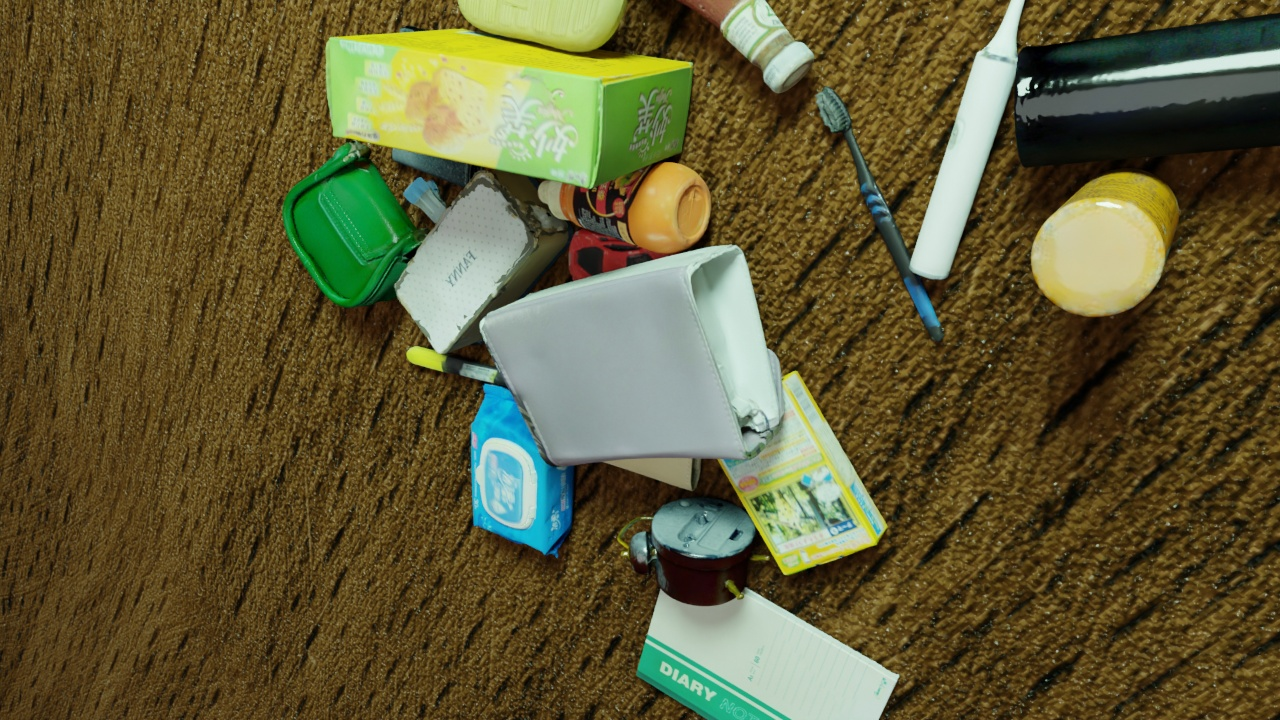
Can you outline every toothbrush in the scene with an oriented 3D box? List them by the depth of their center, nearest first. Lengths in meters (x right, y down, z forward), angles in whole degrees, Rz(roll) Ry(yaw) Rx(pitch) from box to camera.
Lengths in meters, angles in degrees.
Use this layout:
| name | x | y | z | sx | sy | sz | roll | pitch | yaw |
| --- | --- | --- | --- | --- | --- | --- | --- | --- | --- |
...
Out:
| name | x | y | z | sx | sy | sz | roll | pitch | yaw |
| --- | --- | --- | --- | --- | --- | --- | --- | --- | --- |
| toothbrush | 0.210 | -0.156 | 0.561 | 0.026 | 0.026 | 0.221 | 5 | 116 | -13 |
| toothbrush | 0.162 | -0.097 | 0.619 | 0.014 | 0.016 | 0.189 | -22 | 94 | 44 |

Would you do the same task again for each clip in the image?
| name | x | y | z | sx | sy | sz | roll | pitch | yaw |
| --- | --- | --- | --- | --- | --- | --- | --- | --- | --- |
| clip | -0.183 | -0.136 | 0.821 | 0.027 | 0.045 | 0.058 | -41 | 87 | 8 |

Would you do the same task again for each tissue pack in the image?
| name | x | y | z | sx | sy | sz | roll | pitch | yaw |
| --- | --- | --- | --- | --- | --- | --- | --- | --- | --- |
| tissue pack | -0.110 | 0.101 | 0.838 | 0.095 | 0.052 | 0.157 | 15 | 114 | 28 |

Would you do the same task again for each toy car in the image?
| name | x | y | z | sx | sy | sz | roll | pitch | yaw |
| --- | --- | --- | --- | --- | --- | --- | --- | --- | --- |
| toy car | -0.010 | -0.075 | 0.728 | 0.106 | 0.031 | 0.049 | 16 | 115 | 25 |

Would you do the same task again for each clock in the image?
| name | x | y | z | sx | sy | sz | roll | pitch | yaw |
| --- | --- | --- | --- | --- | --- | --- | --- | --- | --- |
| clock | 0.039 | 0.150 | 0.743 | 0.122 | 0.081 | 0.055 | 13 | 119 | 26 |

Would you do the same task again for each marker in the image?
| name | x | y | z | sx | sy | sz | roll | pitch | yaw |
| --- | --- | --- | --- | --- | --- | --- | --- | --- | --- |
| marker | -0.169 | 0.005 | 0.868 | 0.124 | 0.015 | 0.018 | 13 | 113 | 26 |

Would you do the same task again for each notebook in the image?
| name | x | y | z | sx | sy | sz | roll | pitch | yaw |
| --- | --- | --- | --- | --- | --- | --- | --- | --- | --- |
| notebook | 0.099 | 0.269 | 0.787 | 0.209 | 0.012 | 0.151 | 25 | 119 | 23 |

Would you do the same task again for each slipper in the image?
| name | x | y | z | sx | sy | sz | roll | pitch | yaw |
| --- | --- | --- | --- | --- | --- | --- | --- | --- | --- |
| slipper | -0.063 | -0.270 | 0.662 | 0.190 | 0.081 | 0.092 | 36 | 115 | 38 |

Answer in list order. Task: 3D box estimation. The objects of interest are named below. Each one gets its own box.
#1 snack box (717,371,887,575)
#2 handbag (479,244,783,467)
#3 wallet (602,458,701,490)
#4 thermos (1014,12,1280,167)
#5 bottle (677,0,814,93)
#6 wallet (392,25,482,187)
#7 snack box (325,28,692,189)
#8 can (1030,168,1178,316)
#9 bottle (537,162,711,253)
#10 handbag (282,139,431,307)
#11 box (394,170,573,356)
| name | x | y | z | sx | sy | sz | roll | pitch | yaw |
| --- | --- | --- | --- | --- | --- | --- | --- | --- | --- |
| snack box | 0.115 | 0.088 | 0.702 | 0.087 | 0.033 | 0.140 | -31 | 86 | 36 |
| handbag | -0.004 | 0.004 | 0.688 | 0.197 | 0.098 | 0.145 | -9 | 101 | 37 |
| wallet | -0.002 | 0.055 | 0.771 | 0.115 | 0.024 | 0.087 | 15 | 111 | 30 |
| thermos | 0.322 | -0.132 | 0.463 | 0.243 | 0.068 | 0.090 | 3 | 73 | 33 |
| bottle | 0.038 | -0.265 | 0.616 | 0.206 | 0.059 | 0.060 | 50 | 125 | 8 |
| wallet | -0.174 | -0.217 | 0.790 | 0.097 | 0.019 | 0.121 | 24 | 119 | 25 |
| snack box | -0.088 | -0.185 | 0.648 | 0.210 | 0.157 | 0.070 | 16 | 116 | 20 |
| can | 0.252 | -0.067 | 0.491 | 0.058 | 0.145 | 0.058 | 11 | 112 | 30 |
| bottle | -0.020 | -0.122 | 0.703 | 0.150 | 0.066 | 0.067 | 15 | 114 | 35 |
| handbag | -0.259 | -0.122 | 0.848 | 0.120 | 0.067 | 0.131 | -40 | 83 | 34 |
| box | -0.142 | -0.080 | 0.795 | 0.185 | 0.059 | 0.090 | -41 | 82 | 37 |
